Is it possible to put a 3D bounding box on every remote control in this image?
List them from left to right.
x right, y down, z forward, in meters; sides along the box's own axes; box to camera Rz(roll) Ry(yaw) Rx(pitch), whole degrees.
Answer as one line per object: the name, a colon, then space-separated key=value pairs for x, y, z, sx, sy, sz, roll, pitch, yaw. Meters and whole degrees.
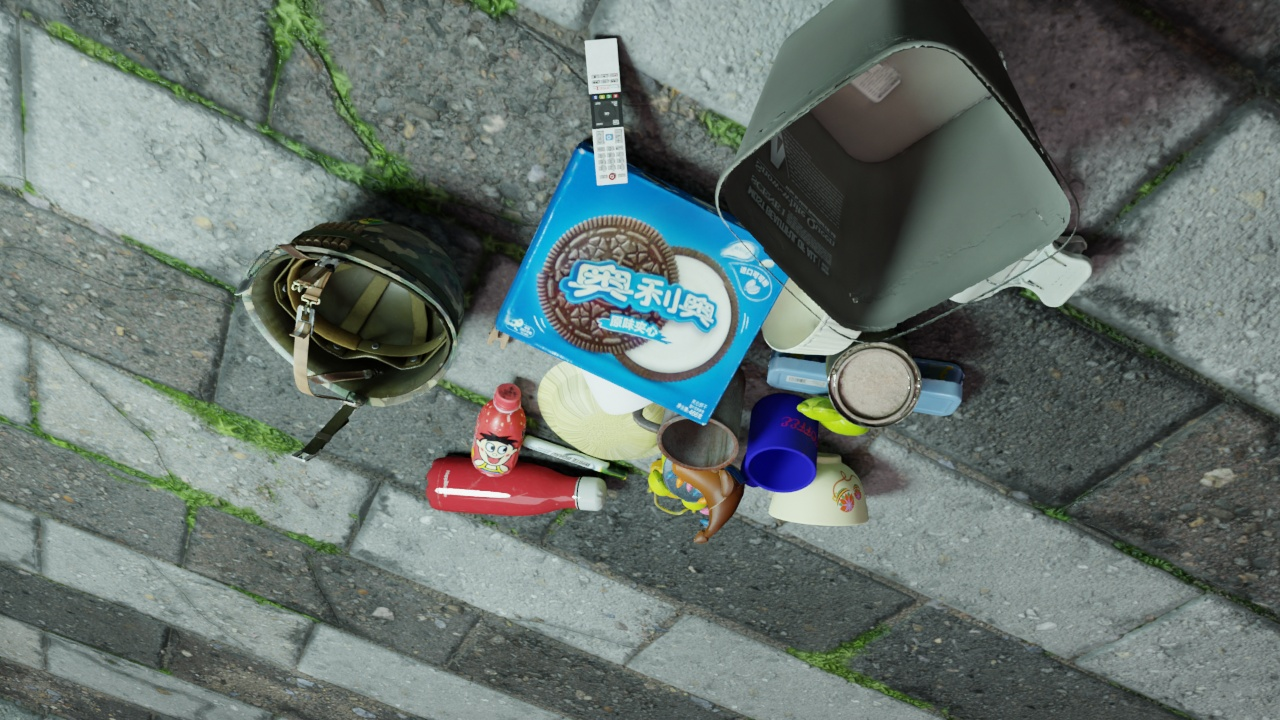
remote control: x=-0.030 y=-0.220 z=0.815 sx=0.028 sy=0.011 sz=0.124 roll=-5 pitch=105 yaw=-2

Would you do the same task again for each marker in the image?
marker: x=-0.086 y=0.126 z=1.197 sx=0.146 sy=0.017 sz=0.017 roll=19 pitch=135 yaw=-5

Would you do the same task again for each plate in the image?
plate: x=-0.040 y=0.073 z=1.120 sx=0.184 sy=0.036 sz=0.185 roll=7 pitch=134 yaw=7

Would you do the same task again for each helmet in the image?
helmet: x=-0.295 y=-0.042 z=0.928 sx=0.224 sy=0.235 sz=0.193 roll=3 pitch=130 yaw=-4

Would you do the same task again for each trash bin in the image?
trash bin: x=0.188 y=-0.174 z=0.696 sx=0.197 sy=0.219 sz=0.198 roll=40 pitch=129 yaw=-24

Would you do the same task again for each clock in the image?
clock: x=0.059 y=0.137 z=1.114 sx=0.083 sy=0.057 sz=0.119 roll=26 pitch=102 yaw=-12

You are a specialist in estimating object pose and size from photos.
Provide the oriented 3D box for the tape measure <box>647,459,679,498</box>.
tape measure: x=0.047 y=0.153 z=1.180 sx=0.068 sy=0.030 sz=0.059 roll=-5 pitch=130 yaw=19

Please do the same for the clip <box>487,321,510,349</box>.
clip: x=-0.162 y=-0.037 z=1.056 sx=0.049 sy=0.025 sz=0.061 roll=1 pitch=141 yaw=19

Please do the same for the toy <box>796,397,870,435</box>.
toy: x=0.217 y=0.061 z=1.019 sx=0.093 sy=0.036 sz=0.094 roll=18 pitch=174 yaw=-21

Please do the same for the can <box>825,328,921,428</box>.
can: x=0.234 y=0.015 z=0.927 sx=0.090 sy=0.074 sz=0.090 roll=3 pitch=106 yaw=9

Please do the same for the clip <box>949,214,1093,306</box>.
clip: x=0.337 y=-0.099 z=0.840 sx=0.150 sy=0.089 sz=0.126 roll=29 pitch=136 yaw=0

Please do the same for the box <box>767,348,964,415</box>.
box: x=0.245 y=0.015 z=1.009 sx=0.210 sy=0.052 sz=0.067 roll=10 pitch=157 yaw=7

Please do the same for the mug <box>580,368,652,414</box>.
mug: x=-0.006 y=0.006 z=0.999 sx=0.116 sy=0.094 sz=0.068 roll=-13 pitch=113 yaw=34

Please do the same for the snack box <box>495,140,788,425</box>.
snack box: x=0.006 y=-0.072 z=0.899 sx=0.239 sy=0.056 sz=0.196 roll=25 pitch=107 yaw=-9

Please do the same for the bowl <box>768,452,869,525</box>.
bowl: x=0.214 y=0.149 z=1.097 sx=0.118 sy=0.118 sz=0.074 roll=2 pitch=91 yaw=12

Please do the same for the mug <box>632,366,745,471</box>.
mug: x=0.054 y=0.054 z=1.031 sx=0.123 sy=0.110 sz=0.096 roll=10 pitch=130 yaw=5

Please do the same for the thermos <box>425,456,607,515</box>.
thermos: x=-0.162 y=0.170 z=1.218 sx=0.240 sy=0.073 sz=0.073 roll=2 pitch=134 yaw=11

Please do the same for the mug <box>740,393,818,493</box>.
mug: x=0.155 y=0.104 z=1.068 sx=0.079 sy=0.083 sz=0.111 roll=31 pitch=133 yaw=-16

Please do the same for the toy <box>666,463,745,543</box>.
toy: x=0.069 y=0.152 z=1.056 sx=0.090 sy=0.103 sz=0.070 roll=30 pitch=180 yaw=13

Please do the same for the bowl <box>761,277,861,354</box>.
bowl: x=0.177 y=-0.056 z=0.899 sx=0.062 sy=0.115 sz=0.116 roll=18 pitch=137 yaw=-26

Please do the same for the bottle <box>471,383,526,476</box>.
bottle: x=-0.174 y=0.083 z=1.145 sx=0.062 sy=0.061 sz=0.138 roll=17 pitch=136 yaw=-3
